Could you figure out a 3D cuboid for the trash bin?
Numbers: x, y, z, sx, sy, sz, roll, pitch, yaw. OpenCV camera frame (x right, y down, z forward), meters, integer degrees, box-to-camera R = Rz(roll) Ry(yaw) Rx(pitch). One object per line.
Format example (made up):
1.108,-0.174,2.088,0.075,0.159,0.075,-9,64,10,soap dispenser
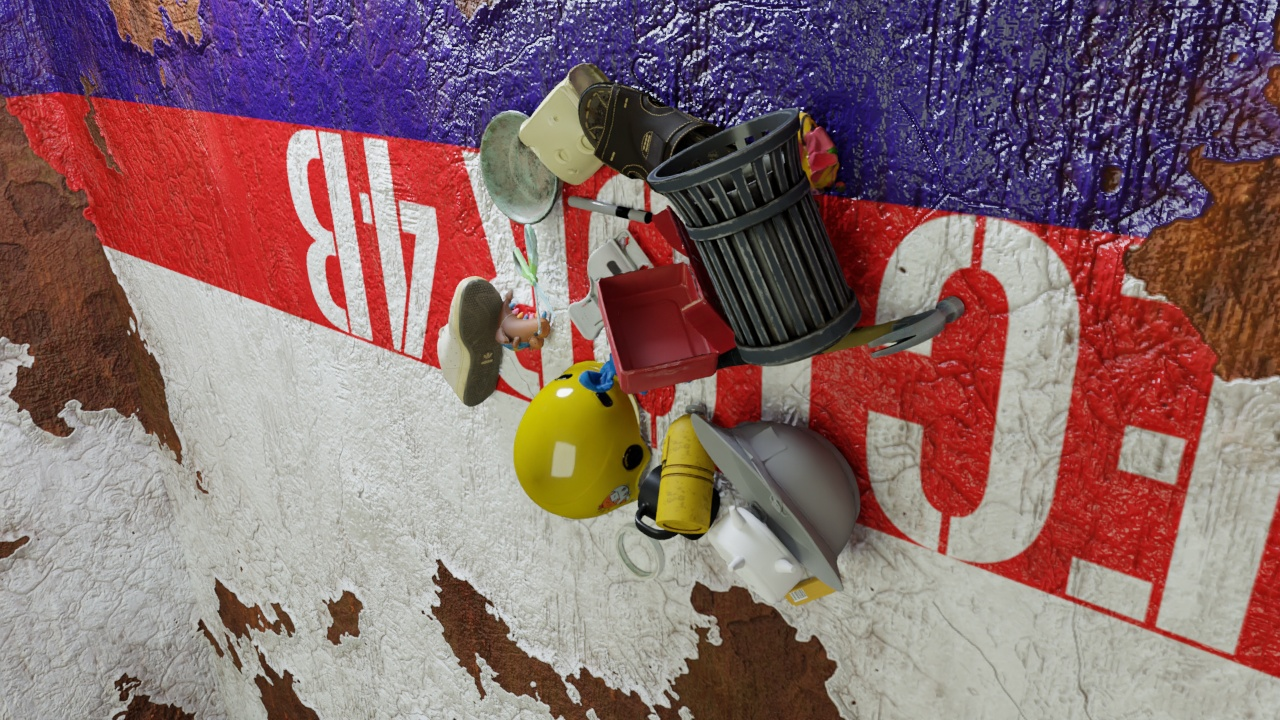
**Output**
0.129,-0.122,0.964,0.165,0.163,0.227,-7,117,44,trash bin

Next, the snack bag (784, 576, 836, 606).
0.226,0.300,1.207,0.026,0.020,0.099,54,135,3,snack bag

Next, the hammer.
0.190,-0.018,1.043,0.334,0.117,0.025,-9,105,50,hammer

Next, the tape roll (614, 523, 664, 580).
-0.003,0.297,1.422,0.093,0.013,0.093,20,122,36,tape roll

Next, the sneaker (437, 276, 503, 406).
-0.281,-0.043,1.481,0.102,0.088,0.242,39,135,34,sneaker

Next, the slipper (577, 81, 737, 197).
0.037,-0.238,1.059,0.268,0.075,0.113,28,122,12,slipper

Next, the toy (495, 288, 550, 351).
-0.178,-0.063,1.406,0.090,0.070,0.103,-10,79,32,toy

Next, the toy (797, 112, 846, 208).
0.180,-0.220,0.997,0.084,0.046,0.103,-35,78,56,toy

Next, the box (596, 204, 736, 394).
0.021,-0.058,1.106,0.169,0.154,0.157,-31,52,19,box

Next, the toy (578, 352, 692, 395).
-0.007,0.007,1.239,0.177,0.112,0.071,-7,118,35,toy

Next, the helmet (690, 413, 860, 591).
0.187,0.138,1.105,0.271,0.117,0.183,51,171,8,helmet

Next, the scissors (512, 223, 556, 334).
-0.155,-0.119,1.325,0.171,0.022,0.174,53,145,39,scissors

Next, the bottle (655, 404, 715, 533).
0.063,0.139,1.208,0.071,0.071,0.163,-18,56,46,bottle

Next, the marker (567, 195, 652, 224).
-0.043,-0.203,1.228,0.141,0.016,0.016,19,121,36,marker

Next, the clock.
0.142,0.257,1.186,0.125,0.072,0.161,44,170,19,clock

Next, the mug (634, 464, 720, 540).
0.043,0.205,1.266,0.088,0.113,0.078,23,131,34,mug

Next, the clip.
-0.030,-0.091,1.244,0.143,0.072,0.124,-40,78,35,clip

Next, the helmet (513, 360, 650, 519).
-0.105,0.130,1.350,0.209,0.139,0.240,26,124,32,helmet

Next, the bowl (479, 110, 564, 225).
-0.159,-0.271,1.288,0.158,0.038,0.158,19,121,36,bowl

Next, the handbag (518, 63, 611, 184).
-0.078,-0.299,1.172,0.111,0.081,0.120,50,133,-5,handbag
